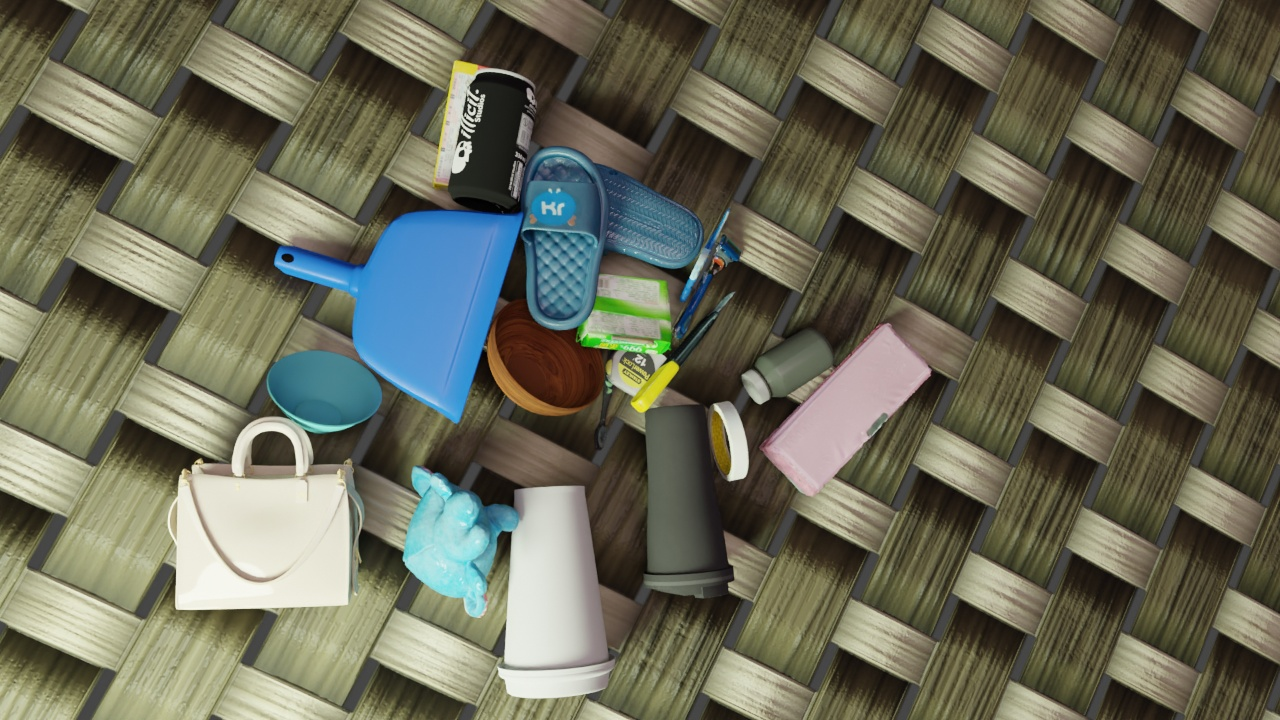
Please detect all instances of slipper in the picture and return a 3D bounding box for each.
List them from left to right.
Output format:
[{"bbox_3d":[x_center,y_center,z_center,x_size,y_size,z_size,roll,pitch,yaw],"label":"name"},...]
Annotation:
[{"bbox_3d":[-0.087,-0.141,1.038,0.104,0.059,0.213,-2,84,4],"label":"slipper"},{"bbox_3d":[-0.026,-0.172,1.102,0.214,0.059,0.103,19,79,4],"label":"slipper"}]

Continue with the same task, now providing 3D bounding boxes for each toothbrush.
[{"bbox_3d":[-0.036,0.016,1.112,0.014,0.017,0.188,10,84,-16],"label":"toothbrush"}]

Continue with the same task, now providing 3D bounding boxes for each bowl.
[{"bbox_3d":[-0.355,0.046,1.021,0.121,0.120,0.046,21,124,-9],"label":"bowl"},{"bbox_3d":[-0.121,0.007,1.059,0.147,0.069,0.147,24,46,-28],"label":"bowl"}]

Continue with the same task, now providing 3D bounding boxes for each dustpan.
[{"bbox_3d":[-0.287,-0.083,1.030,0.257,0.059,0.245,17,86,-2],"label":"dustpan"}]

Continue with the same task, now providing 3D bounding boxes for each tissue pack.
[{"bbox_3d":[-0.018,-0.055,1.090,0.114,0.034,0.099,7,56,-11],"label":"tissue pack"}]

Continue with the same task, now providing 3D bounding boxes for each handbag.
[{"bbox_3d":[-0.396,0.157,0.978,0.194,0.101,0.198,1,99,-9],"label":"handbag"}]

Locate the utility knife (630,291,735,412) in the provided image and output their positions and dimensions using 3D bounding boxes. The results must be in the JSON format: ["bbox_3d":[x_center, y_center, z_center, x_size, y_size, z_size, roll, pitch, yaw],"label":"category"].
[{"bbox_3d":[0.055,-0.015,1.112,0.020,0.029,0.197,46,70,-17],"label":"utility knife"}]

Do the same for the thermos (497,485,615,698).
[{"bbox_3d":[-0.098,0.257,1.040,0.131,0.132,0.221,-1,80,-11],"label":"thermos"}]

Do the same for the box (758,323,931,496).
[{"bbox_3d":[0.259,0.061,1.158,0.098,0.041,0.232,44,80,1],"label":"box"}]

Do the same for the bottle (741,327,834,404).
[{"bbox_3d":[0.181,0.008,1.131,0.108,0.060,0.060,-31,93,-11],"label":"bottle"}]

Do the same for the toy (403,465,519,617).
[{"bbox_3d":[-0.190,0.184,0.999,0.114,0.181,0.183,-15,75,-35],"label":"toy"}]

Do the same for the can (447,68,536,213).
[{"bbox_3d":[-0.167,-0.246,1.039,0.080,0.080,0.146,11,86,-10],"label":"can"}]

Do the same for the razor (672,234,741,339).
[{"bbox_3d":[0.076,-0.089,1.136,0.044,0.018,0.141,38,81,-44],"label":"razor"}]

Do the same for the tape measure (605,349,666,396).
[{"bbox_3d":[-0.007,0.007,1.109,0.064,0.017,0.065,35,74,-16],"label":"tape measure"}]

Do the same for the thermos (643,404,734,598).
[{"bbox_3d":[0.049,0.164,1.082,0.105,0.106,0.218,-3,83,-11],"label":"thermos"}]

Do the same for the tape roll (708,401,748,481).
[{"bbox_3d":[0.104,0.096,1.094,0.019,0.094,0.094,-10,89,-11],"label":"tape roll"}]

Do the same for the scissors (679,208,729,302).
[{"bbox_3d":[0.076,-0.126,1.101,0.016,0.125,0.125,26,98,-2],"label":"scissors"}]

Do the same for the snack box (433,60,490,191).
[{"bbox_3d":[-0.196,-0.273,1.090,0.075,0.025,0.152,10,86,-10],"label":"snack box"}]
